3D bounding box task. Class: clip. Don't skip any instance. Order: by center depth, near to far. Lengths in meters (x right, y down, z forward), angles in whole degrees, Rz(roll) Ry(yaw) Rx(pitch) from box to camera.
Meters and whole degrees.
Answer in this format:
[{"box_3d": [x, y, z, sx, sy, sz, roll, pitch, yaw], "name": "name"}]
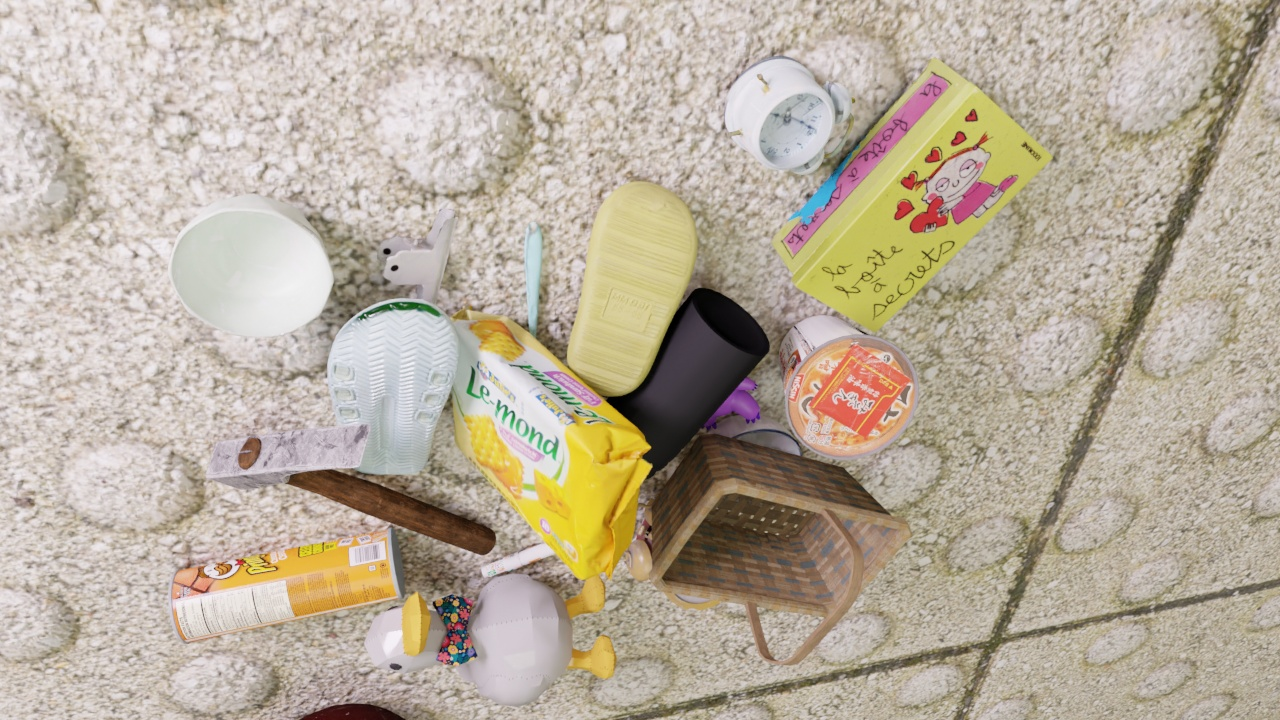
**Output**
[{"box_3d": [-0.194, -0.087, 0.781, 0.056, 0.046, 0.102, 5, 125, -26], "name": "clip"}]

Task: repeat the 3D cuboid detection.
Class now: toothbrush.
[{"box_3d": [-0.098, -0.046, 0.841, 0.016, 0.016, 0.181, -5, 128, -13], "name": "toothbrush"}]

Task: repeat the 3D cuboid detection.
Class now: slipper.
[{"box_3d": [-0.009, -0.062, 0.808, 0.091, 0.081, 0.191, 16, 105, -4], "name": "slipper"}, {"box_3d": [-0.224, 0.023, 0.824, 0.104, 0.074, 0.246, 5, 142, -15], "name": "slipper"}]

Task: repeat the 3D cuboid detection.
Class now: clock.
[{"box_3d": [0.127, -0.200, 0.761, 0.117, 0.057, 0.083, 7, 125, -31], "name": "clock"}, {"box_3d": [0.040, 0.205, 1.033, 0.158, 0.081, 0.117, 25, 88, -29], "name": "clock"}]

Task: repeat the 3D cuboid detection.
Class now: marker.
[{"box_3d": [-0.110, 0.217, 1.045, 0.145, 0.017, 0.017, -20, 131, -1], "name": "marker"}]

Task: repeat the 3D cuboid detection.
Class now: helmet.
[{"box_3d": [-0.351, 0.541, 1.073, 0.234, 0.253, 0.233, -45, 151, 25], "name": "helmet"}]

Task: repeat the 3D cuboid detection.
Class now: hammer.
[{"box_3d": [-0.224, 0.134, 0.879, 0.218, 0.037, 0.300, -9, 151, 36], "name": "hammer"}]

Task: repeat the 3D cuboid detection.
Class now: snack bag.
[{"box_3d": [-0.083, 0.071, 0.809, 0.068, 0.247, 0.160, -24, 140, -35], "name": "snack bag"}]

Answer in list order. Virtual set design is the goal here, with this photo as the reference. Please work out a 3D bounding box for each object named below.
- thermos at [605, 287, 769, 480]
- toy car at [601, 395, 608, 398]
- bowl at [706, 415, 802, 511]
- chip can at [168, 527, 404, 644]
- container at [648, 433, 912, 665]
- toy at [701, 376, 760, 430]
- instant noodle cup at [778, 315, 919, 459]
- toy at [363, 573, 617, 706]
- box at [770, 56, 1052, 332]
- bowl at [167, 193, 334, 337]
[{"box_3d": [0.025, 0.034, 0.857, 0.086, 0.086, 0.199, 21, 123, -30], "name": "thermos"}, {"box_3d": [-0.005, 0.005, 0.902, 0.090, 0.027, 0.039, -30, 135, 10], "name": "toy car"}, {"box_3d": [0.109, 0.100, 0.990, 0.118, 0.062, 0.118, -9, 129, -11], "name": "bowl"}, {"box_3d": [-0.358, 0.230, 0.942, 0.215, 0.075, 0.075, -10, 130, -10], "name": "chip can"}, {"box_3d": [0.143, 0.194, 0.910, 0.249, 0.186, 0.158, 16, 120, -28], "name": "container"}, {"box_3d": [0.070, 0.025, 0.923, 0.106, 0.055, 0.088, -13, 144, 40], "name": "toy"}, {"box_3d": [0.189, 0.014, 0.893, 0.123, 0.121, 0.124, -1, 110, -3], "name": "instant noodle cup"}, {"box_3d": [-0.166, 0.310, 1.016, 0.267, 0.140, 0.247, -1, 149, -18], "name": "toy"}, {"box_3d": [0.236, -0.141, 0.826, 0.124, 0.082, 0.221, 28, 114, -33], "name": "box"}, {"box_3d": [-0.302, -0.081, 0.720, 0.117, 0.061, 0.118, -9, 129, -11], "name": "bowl"}]
